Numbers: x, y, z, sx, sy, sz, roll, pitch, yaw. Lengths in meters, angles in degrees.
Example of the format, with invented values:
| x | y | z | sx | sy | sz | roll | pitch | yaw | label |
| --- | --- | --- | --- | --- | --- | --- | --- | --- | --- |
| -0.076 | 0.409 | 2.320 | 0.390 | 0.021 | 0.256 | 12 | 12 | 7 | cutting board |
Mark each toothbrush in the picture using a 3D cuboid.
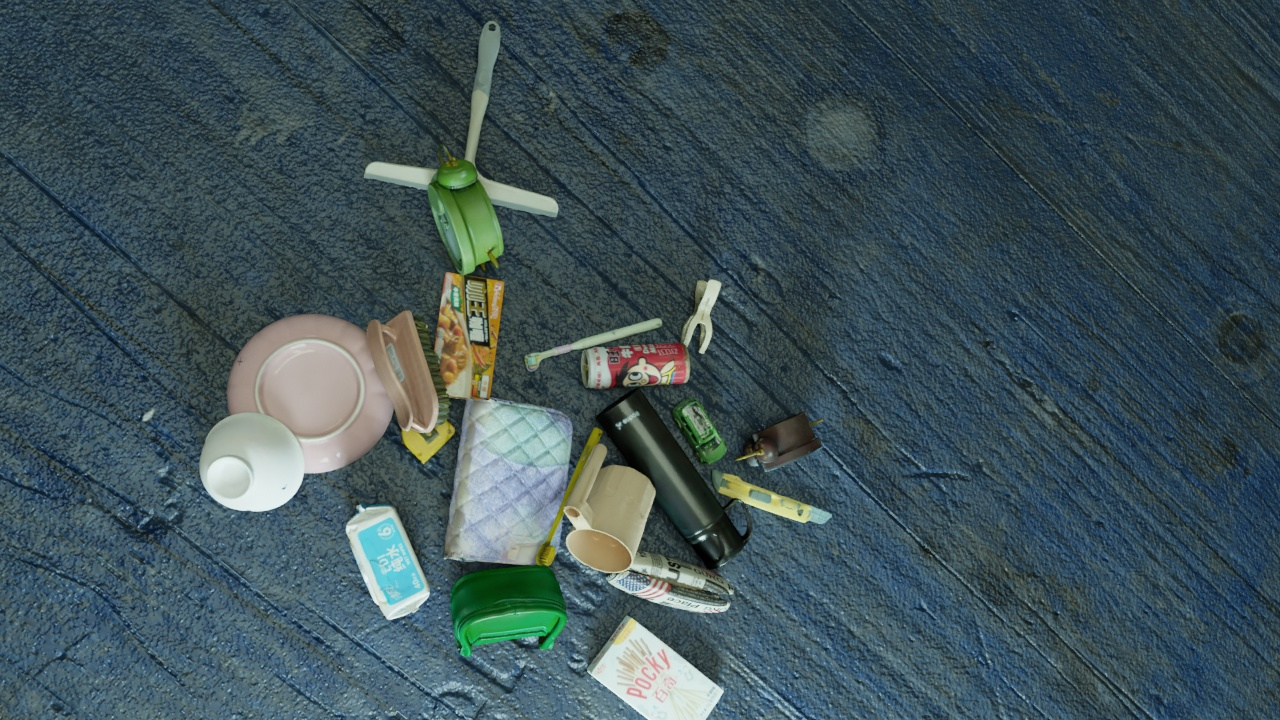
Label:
| x | y | z | sx | sy | sz | roll | pitch | yaw | label |
| --- | --- | --- | --- | --- | --- | --- | --- | --- | --- |
| -0.082 | 0.161 | 1.104 | 0.016 | 0.017 | 0.189 | 58 | 44 | -42 | toothbrush |
| -0.058 | -0.024 | 1.186 | 0.189 | 0.029 | 0.020 | -18 | 47 | -17 | toothbrush |

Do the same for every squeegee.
| x | y | z | sx | sy | sz | roll | pitch | yaw | label |
| --- | --- | --- | --- | --- | --- | --- | --- | --- | --- |
| -0.206 | -0.329 | 1.177 | 0.246 | 0.039 | 0.246 | 10 | 80 | -13 | squeegee |

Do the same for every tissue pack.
| x | y | z | sx | sy | sz | roll | pitch | yaw | label |
| --- | --- | --- | --- | --- | --- | --- | --- | --- | --- |
| -0.293 | 0.228 | 1.059 | 0.063 | 0.090 | 0.140 | -24 | 90 | -16 | tissue pack |

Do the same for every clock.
| x | y | z | sx | sy | sz | roll | pitch | yaw | label |
| --- | --- | --- | --- | --- | --- | --- | --- | --- | --- |
| 0.179 | 0.110 | 1.196 | 0.121 | 0.082 | 0.055 | -21 | 84 | -17 | clock |
| -0.217 | -0.183 | 1.112 | 0.056 | 0.116 | 0.161 | -22 | 100 | -18 | clock |

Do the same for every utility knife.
| x | y | z | sx | sy | sz | roll | pitch | yaw | label |
| --- | --- | --- | --- | --- | --- | --- | --- | --- | --- |
| 0.173 | 0.186 | 1.222 | 0.177 | 0.019 | 0.031 | 21 | 84 | -15 | utility knife |

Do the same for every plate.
| x | y | z | sx | sy | sz | roll | pitch | yaw | label |
| --- | --- | --- | --- | --- | --- | --- | --- | --- | --- |
| -0.388 | 0.036 | 1.085 | 0.192 | 0.039 | 0.192 | 2 | 83 | -14 | plate |

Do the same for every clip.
| x | y | z | sx | sy | sz | roll | pitch | yaw | label |
| --- | --- | --- | --- | --- | --- | --- | --- | --- | --- |
| 0.081 | -0.059 | 1.212 | 0.034 | 0.060 | 0.097 | 16 | 90 | -12 | clip |

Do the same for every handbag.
| x | y | z | sx | sy | sz | roll | pitch | yaw | label |
| --- | --- | --- | --- | --- | --- | --- | --- | --- | --- |
| -0.160 | 0.147 | 1.105 | 0.134 | 0.076 | 0.193 | 13 | 78 | -32 | handbag |
| -0.155 | 0.302 | 1.077 | 0.131 | 0.120 | 0.068 | -4 | 41 | -16 | handbag |

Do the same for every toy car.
| x | y | z | sx | sy | sz | roll | pitch | yaw | label |
| --- | --- | --- | --- | --- | --- | --- | --- | --- | --- |
| 0.079 | 0.093 | 1.198 | 0.043 | 0.036 | 0.091 | -33 | 95 | -17 | toy car |

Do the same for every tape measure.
| x | y | z | sx | sy | sz | roll | pitch | yaw | label |
| --- | --- | --- | --- | --- | --- | --- | --- | --- | --- |
| -0.261 | 0.088 | 1.116 | 0.057 | 0.029 | 0.060 | 46 | 75 | -4 | tape measure |

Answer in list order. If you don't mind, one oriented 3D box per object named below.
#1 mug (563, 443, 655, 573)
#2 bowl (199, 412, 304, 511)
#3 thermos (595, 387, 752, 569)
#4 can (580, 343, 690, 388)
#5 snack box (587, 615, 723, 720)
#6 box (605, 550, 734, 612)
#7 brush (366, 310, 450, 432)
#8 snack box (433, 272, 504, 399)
| x | y | z | sx | sy | sz | roll | pitch | yaw | label |
| --- | --- | --- | --- | --- | --- | --- | --- | --- | --- |
| -0.042 | 0.176 | 1.103 | 0.125 | 0.084 | 0.103 | 60 | 36 | -32 | mug |
| -0.445 | 0.122 | 1.026 | 0.118 | 0.064 | 0.118 | 0 | 100 | 0 | bowl |
| 0.049 | 0.144 | 1.166 | 0.090 | 0.068 | 0.242 | -37 | 94 | -9 | thermos |
| -0.007 | 0.007 | 1.176 | 0.132 | 0.053 | 0.053 | -3 | 84 | -15 | can |
| 0.019 | 0.401 | 1.148 | 0.157 | 0.027 | 0.084 | 40 | 76 | -7 | snack box |
| 0.035 | 0.287 | 1.145 | 0.163 | 0.075 | 0.077 | 21 | 84 | -13 | box |
| -0.275 | 0.018 | 1.081 | 0.073 | 0.063 | 0.145 | 3 | 62 | -56 | brush |
| -0.217 | -0.028 | 1.143 | 0.075 | 0.026 | 0.153 | 8 | 81 | -13 | snack box |
